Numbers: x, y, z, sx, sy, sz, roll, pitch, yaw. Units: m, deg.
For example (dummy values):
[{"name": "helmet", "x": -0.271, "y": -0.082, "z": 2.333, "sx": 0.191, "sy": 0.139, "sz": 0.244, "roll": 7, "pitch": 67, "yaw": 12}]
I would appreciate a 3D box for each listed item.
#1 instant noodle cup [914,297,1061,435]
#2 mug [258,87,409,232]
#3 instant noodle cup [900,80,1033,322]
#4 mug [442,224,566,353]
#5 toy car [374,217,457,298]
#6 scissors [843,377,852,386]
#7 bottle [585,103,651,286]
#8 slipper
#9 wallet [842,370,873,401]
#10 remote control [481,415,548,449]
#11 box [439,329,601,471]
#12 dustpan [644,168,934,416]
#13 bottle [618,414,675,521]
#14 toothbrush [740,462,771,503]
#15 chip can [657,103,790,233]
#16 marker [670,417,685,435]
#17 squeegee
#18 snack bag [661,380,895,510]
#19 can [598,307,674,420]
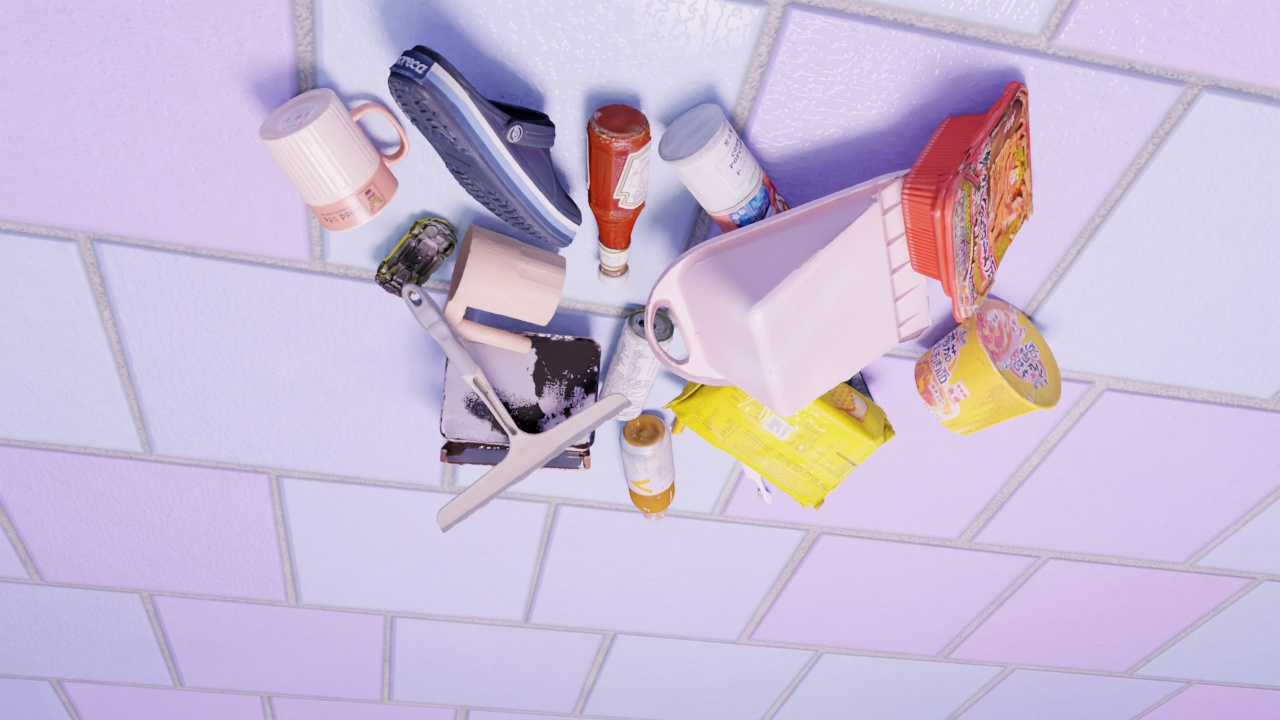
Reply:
[{"name": "instant noodle cup", "x": 0.393, "y": 0.015, "z": 1.055, "sx": 0.138, "sy": 0.137, "sz": 0.110, "roll": 23, "pitch": 142, "yaw": -24}, {"name": "mug", "x": -0.276, "y": -0.194, "z": 0.853, "sx": 0.114, "sy": 0.081, "sz": 0.106, "roll": -33, "pitch": 133, "yaw": -5}, {"name": "instant noodle cup", "x": 0.307, "y": -0.152, "z": 0.862, "sx": 0.079, "sy": 0.188, "sz": 0.165, "roll": 18, "pitch": 148, "yaw": 35}, {"name": "mug", "x": -0.147, "y": -0.071, "z": 0.970, "sx": 0.103, "sy": 0.084, "sz": 0.125, "roll": 16, "pitch": 114, "yaw": -20}, {"name": "toy car", "x": -0.238, "y": -0.112, "z": 0.972, "sx": 0.048, "sy": 0.032, "sz": 0.105, "roll": 32, "pitch": 117, "yaw": -31}, {"name": "scissors", "x": 0.177, "y": 0.036, "z": 1.122, "sx": 0.179, "sy": 0.019, "sz": 0.170, "roll": -23, "pitch": 116, "yaw": 19}, {"name": "bottle", "x": -0.024, "y": -0.155, "z": 0.910, "sx": 0.060, "sy": 0.059, "sz": 0.206, "roll": 1, "pitch": 141, "yaw": -3}, {"name": "slipper", "x": -0.130, "y": -0.200, "z": 0.837, "sx": 0.095, "sy": 0.105, "sz": 0.253, "roll": -53, "pitch": 145, "yaw": -6}, {"name": "wallet", "x": 0.238, "y": 0.042, "z": 1.160, "sx": 0.097, "sy": 0.019, "sz": 0.121, "roll": -16, "pitch": 137, "yaw": 19}, {"name": "remote control", "x": -0.159, "y": 0.091, "z": 1.204, "sx": 0.135, "sy": 0.019, "sz": 0.056, "roll": -18, "pitch": 135, "yaw": 17}, {"name": "box", "x": -0.141, "y": 0.055, "z": 1.104, "sx": 0.183, "sy": 0.157, "sz": 0.193, "roll": 6, "pitch": 174, "yaw": -7}, {"name": "dustpan", "x": 0.148, "y": -0.069, "z": 0.937, "sx": 0.273, "sy": 0.139, "sz": 0.223, "roll": -35, "pitch": 135, "yaw": -15}, {"name": "bottle", "x": 0.012, "y": 0.151, "z": 1.237, "sx": 0.068, "sy": 0.067, "sz": 0.190, "roll": -4, "pitch": 138, "yaw": 3}, {"name": "toothbrush", "x": 0.149, "y": 0.135, "z": 1.254, "sx": 0.026, "sy": 0.026, "sz": 0.221, "roll": 21, "pitch": 152, "yaw": 37}, {"name": "chip can", "x": 0.105, "y": -0.151, "z": 0.905, "sx": 0.071, "sy": 0.071, "sz": 0.214, "roll": -25, "pitch": 133, "yaw": 24}, {"name": "marker", "x": 0.064, "y": 0.055, "z": 1.169, "sx": 0.015, "sy": 0.018, "sz": 0.124, "roll": 11, "pitch": 136, "yaw": -12}, {"name": "squeegee", "x": -0.175, "y": 0.018, "z": 0.962, "sx": 0.246, "sy": 0.039, "sz": 0.246, "roll": -35, "pitch": 113, "yaw": -4}, {"name": "snack bag", "x": 0.168, "y": 0.072, "z": 1.096, "sx": 0.246, "sy": 0.068, "sz": 0.158, "roll": 33, "pitch": 120, "yaw": -14}, {"name": "can", "x": -0.006, "y": 0.006, "z": 1.085, "sx": 0.058, "sy": 0.058, "sz": 0.147, "roll": 10, "pitch": 137, "yaw": -11}]
